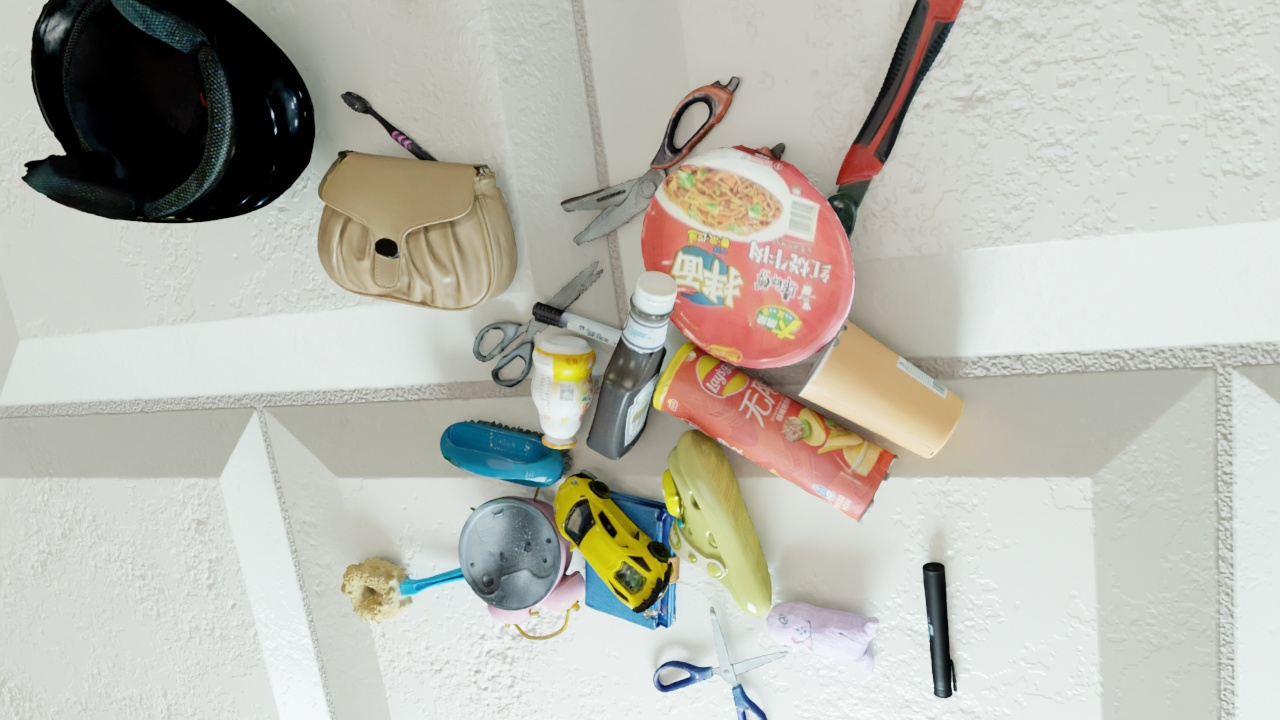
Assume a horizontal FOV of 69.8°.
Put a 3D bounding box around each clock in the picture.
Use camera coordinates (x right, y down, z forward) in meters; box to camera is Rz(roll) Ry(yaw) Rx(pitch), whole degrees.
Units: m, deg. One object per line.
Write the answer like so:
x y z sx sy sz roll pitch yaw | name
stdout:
-0.121 0.217 0.965 0.117 0.059 0.158 -20 83 17 | clock

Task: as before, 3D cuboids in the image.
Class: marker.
0.276 0.249 0.844 0.022 0.020 0.132 -7 102 7 | marker
-0.046 -0.029 0.899 0.131 0.018 0.023 21 134 11 | marker

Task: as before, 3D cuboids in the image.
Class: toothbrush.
-0.233 -0.217 0.933 0.189 0.017 0.014 39 117 7 | toothbrush

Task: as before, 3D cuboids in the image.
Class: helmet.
-0.465 -0.256 0.904 0.275 0.229 0.234 39 107 20 | helmet

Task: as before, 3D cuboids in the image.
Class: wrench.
0.193 -0.190 0.761 0.056 0.016 0.274 32 115 12 | wrench

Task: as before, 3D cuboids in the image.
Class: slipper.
0.063 0.161 0.866 0.082 0.091 0.190 -22 100 12 | slipper

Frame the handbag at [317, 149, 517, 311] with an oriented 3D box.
-0.227 -0.126 0.908 0.205 0.099 0.148 9 113 18 | handbag

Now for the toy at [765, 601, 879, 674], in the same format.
0.174 0.262 0.881 0.108 0.038 0.084 6 127 20 | toy

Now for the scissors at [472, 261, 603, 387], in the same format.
-0.096 -0.033 0.930 0.175 0.014 0.137 -3 102 21 | scissors

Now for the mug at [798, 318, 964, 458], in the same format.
0.208 0.027 0.785 0.123 0.078 0.078 31 114 7 | mug

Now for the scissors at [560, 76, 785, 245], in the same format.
0.023 -0.173 0.838 0.196 0.015 0.216 26 114 15 | scissors

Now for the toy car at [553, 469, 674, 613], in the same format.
-0.033 0.178 0.906 0.156 0.041 0.071 46 119 20 | toy car

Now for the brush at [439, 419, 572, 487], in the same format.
-0.147 0.098 0.951 0.144 0.073 0.055 11 103 20 | brush

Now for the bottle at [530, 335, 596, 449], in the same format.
-0.078 0.032 0.909 0.063 0.063 0.108 11 108 20 | bottle

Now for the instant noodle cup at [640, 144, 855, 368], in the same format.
0.099 -0.092 0.783 0.194 0.065 0.194 17 125 26 | instant noodle cup

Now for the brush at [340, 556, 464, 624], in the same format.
-0.239 0.251 1.056 0.255 0.045 0.083 -16 94 22 | brush

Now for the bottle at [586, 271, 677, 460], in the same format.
-0.005 0.005 0.836 0.044 0.079 0.195 28 133 13 | bottle

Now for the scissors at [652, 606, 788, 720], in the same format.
0.083 0.326 0.943 0.163 0.012 0.173 -6 109 29 | scissors

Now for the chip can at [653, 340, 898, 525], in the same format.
0.120 0.063 0.831 0.216 0.073 0.073 29 113 12 | chip can

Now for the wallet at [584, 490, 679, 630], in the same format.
-0.010 0.202 0.942 0.106 0.040 0.133 9 107 29 | wallet
